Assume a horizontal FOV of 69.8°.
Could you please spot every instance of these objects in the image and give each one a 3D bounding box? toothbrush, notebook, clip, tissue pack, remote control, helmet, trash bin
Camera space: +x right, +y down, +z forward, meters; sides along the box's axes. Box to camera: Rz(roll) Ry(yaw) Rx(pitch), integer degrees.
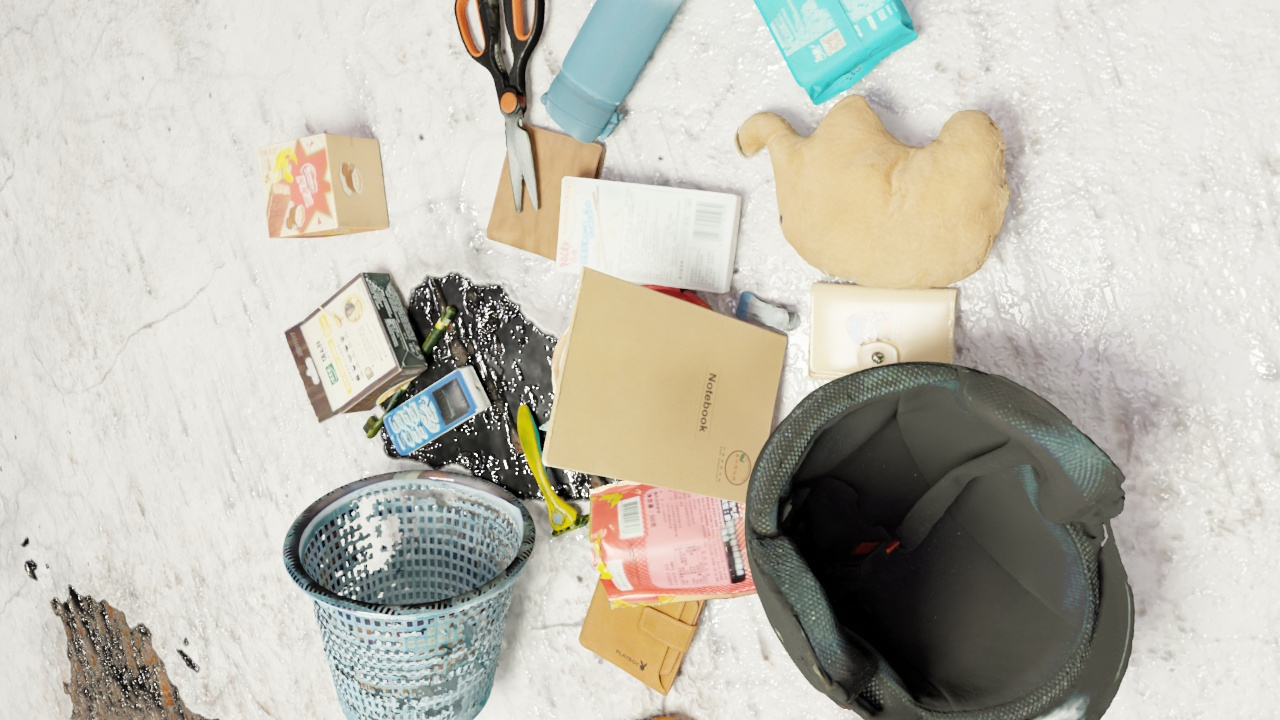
[{"bbox_3d":[-0.243,0.013,0.958,0.017,0.012,0.186,49,115,24],"label":"toothbrush"},{"bbox_3d":[0.027,0.026,0.713,0.008,0.207,0.147,1,77,55],"label":"notebook"},{"bbox_3d":[0.105,-0.040,0.776,0.056,0.026,0.024,24,103,31],"label":"clip"},{"bbox_3d":[0.143,-0.276,0.705,0.093,0.050,0.133,-28,85,25],"label":"tissue pack"},{"bbox_3d":[-0.210,0.052,0.940,0.125,0.024,0.049,-29,84,28],"label":"remote control"},{"bbox_3d":[0.197,0.133,0.643,0.233,0.230,0.274,-35,87,1],"label":"helmet"},{"bbox_3d":[-0.217,0.244,0.883,0.227,0.225,0.195,16,117,23],"label":"trash bin"}]

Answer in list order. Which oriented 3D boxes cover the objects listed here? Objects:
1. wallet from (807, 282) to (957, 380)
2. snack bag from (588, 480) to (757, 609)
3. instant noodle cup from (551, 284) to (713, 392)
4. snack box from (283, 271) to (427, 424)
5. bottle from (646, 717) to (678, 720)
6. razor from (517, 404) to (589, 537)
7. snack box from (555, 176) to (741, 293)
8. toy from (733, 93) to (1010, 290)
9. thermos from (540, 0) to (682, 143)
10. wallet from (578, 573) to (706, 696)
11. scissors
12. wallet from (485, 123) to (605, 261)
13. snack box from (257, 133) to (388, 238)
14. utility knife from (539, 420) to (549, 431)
[{"bbox_3d":[0.191,-0.017,0.736,0.115,0.024,0.087,5,101,24],"label":"wallet"},{"bbox_3d":[0.061,0.145,0.791,0.208,0.073,0.128,-14,80,12],"label":"snack bag"},{"bbox_3d":[-0.005,0.005,0.786,0.138,0.108,0.138,4,99,26],"label":"instant noodle cup"},{"bbox_3d":[-0.295,-0.012,0.950,0.126,0.053,0.113,-32,76,29],"label":"snack box"},{"bbox_3d":[-0.017,0.379,0.877,0.150,0.066,0.066,-18,89,34],"label":"bottle"},{"bbox_3d":[-0.093,0.105,0.892,0.043,0.028,0.132,-25,85,30],"label":"razor"},{"bbox_3d":[0.005,-0.110,0.798,0.157,0.026,0.085,9,102,16],"label":"snack box"},{"bbox_3d":[0.164,-0.129,0.706,0.226,0.082,0.143,17,101,27],"label":"toy"},{"bbox_3d":[-0.007,-0.288,0.771,0.070,0.070,0.221,40,113,16],"label":"thermos"},{"bbox_3d":[0.004,0.233,0.860,0.108,0.031,0.132,26,108,22],"label":"wallet"},{"bbox_3d":[-0.129,-0.251,0.855,0.161,0.021,0.234,21,106,29],"label":"scissors"},{"bbox_3d":[-0.089,-0.155,0.855,0.101,0.020,0.115,21,103,22],"label":"wallet"},{"bbox_3d":[-0.321,-0.175,0.931,0.094,0.076,0.093,-3,96,26],"label":"snack box"},{"bbox_3d":[-0.018,0.078,0.829,0.203,0.034,0.018,12,144,40],"label":"utility knife"}]
